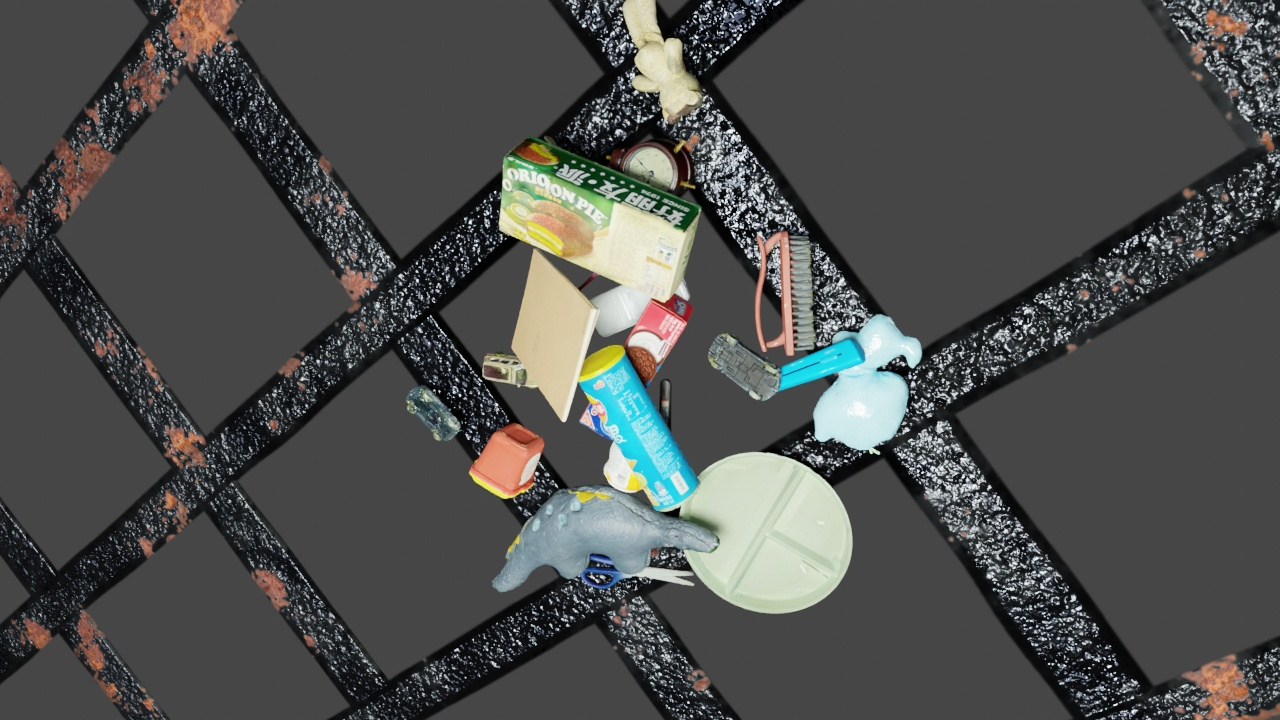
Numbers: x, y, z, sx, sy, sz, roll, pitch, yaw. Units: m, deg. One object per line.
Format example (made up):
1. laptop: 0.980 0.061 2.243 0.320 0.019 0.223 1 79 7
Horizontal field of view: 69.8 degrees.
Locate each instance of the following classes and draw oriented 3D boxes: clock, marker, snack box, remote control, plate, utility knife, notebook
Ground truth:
1. clock: 0.007 -0.227 1.123 0.122 0.055 0.082 -8 102 23
2. marker: 0.033 0.085 1.226 0.018 0.015 0.124 5 104 17
3. snack box: -0.007 0.007 1.182 0.057 0.058 0.208 30 118 -2
4. remote control: -0.004 -0.078 1.188 0.136 0.020 0.056 -23 98 22
5. snack box: -0.179 0.137 1.274 0.082 0.091 0.080 30 105 9
6. plate: 0.164 0.226 1.212 0.230 0.027 0.230 5 106 17
7. utility knife: 0.202 0.012 1.124 0.161 0.018 0.034 -24 70 41
8. notebook: -0.114 -0.037 1.164 0.012 0.211 0.150 5 113 -29
9. snack box: -0.053 -0.171 1.110 0.240 0.063 0.115 24 136 12

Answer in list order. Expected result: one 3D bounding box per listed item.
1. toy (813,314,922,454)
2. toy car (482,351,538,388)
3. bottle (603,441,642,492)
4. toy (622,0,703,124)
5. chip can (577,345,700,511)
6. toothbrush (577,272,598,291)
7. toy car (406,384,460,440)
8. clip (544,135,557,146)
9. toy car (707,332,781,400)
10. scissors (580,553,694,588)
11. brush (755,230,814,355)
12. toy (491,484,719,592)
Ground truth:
1. toy: 0.273 0.036 1.109 0.162 0.049 0.156 -26 85 23
2. toy car: -0.174 0.015 1.266 0.090 0.035 0.042 9 110 14
3. bottle: -0.007 0.120 1.221 0.063 0.063 0.108 23 110 12
4. toy: 0.024 -0.361 1.082 0.105 0.066 0.157 -20 94 55
5. chip can: -0.003 0.086 1.146 0.071 0.071 0.210 -22 110 23
6. toothbrush: -0.044 -0.131 1.191 0.188 0.016 0.017 -40 80 24
7. toy car: -0.298 0.075 1.325 0.090 0.034 0.043 47 111 0
8. clip: -0.101 -0.235 1.171 0.100 0.034 0.070 46 115 6
9. toy car: 0.133 0.007 1.155 0.105 0.031 0.049 39 117 22
10. scissors: -0.008 0.287 1.298 0.174 0.012 0.126 -24 97 22
11. brush: 0.172 -0.082 1.103 0.069 0.063 0.146 -3 103 6
12. toy: -0.064 0.237 1.257 0.357 0.091 0.138 -13 94 24
